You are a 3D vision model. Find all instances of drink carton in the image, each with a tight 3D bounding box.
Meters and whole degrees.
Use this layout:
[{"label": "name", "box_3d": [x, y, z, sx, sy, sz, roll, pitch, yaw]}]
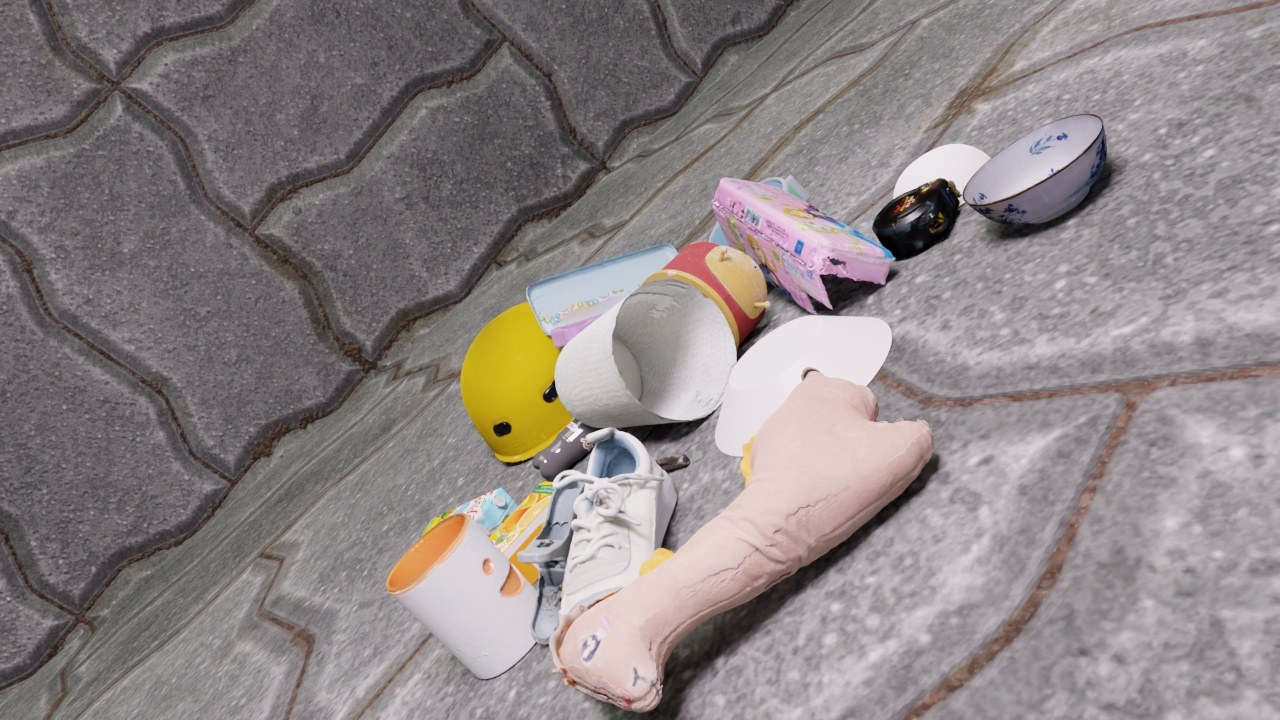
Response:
[{"label": "drink carton", "box_3d": [-0.105, 0.167, 0.828, 0.122, 0.041, 0.058, -47, 18, -24]}, {"label": "drink carton", "box_3d": [-0.185, 0.176, 0.983, 0.129, 0.038, 0.044, -27, 20, 35]}]

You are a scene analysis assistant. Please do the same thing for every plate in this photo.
[{"label": "plate", "box_3d": [0.124, 0.006, 0.769, 0.174, 0.036, 0.173, -36, 16, 12]}]

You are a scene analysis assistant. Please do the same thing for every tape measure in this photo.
[{"label": "tape measure", "box_3d": [0.253, -0.129, 0.847, 0.072, 0.042, 0.071, -17, 32, 42]}]

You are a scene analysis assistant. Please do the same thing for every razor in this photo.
[{"label": "razor", "box_3d": [0.001, 0.098, 0.822, 0.106, 0.026, 0.042, -19, 23, 40]}]

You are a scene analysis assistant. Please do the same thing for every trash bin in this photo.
[{"label": "trash bin", "box_3d": [-0.005, 0.005, 0.906, 0.133, 0.133, 0.162, -48, 13, -28]}]

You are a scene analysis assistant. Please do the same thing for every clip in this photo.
[{"label": "clip", "box_3d": [-0.060, 0.154, 0.743, 0.027, 0.090, 0.162, -2, 16, 14]}]

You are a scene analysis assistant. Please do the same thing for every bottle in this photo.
[{"label": "bottle", "box_3d": [-0.066, 0.083, 0.978, 0.109, 0.036, 0.036, -42, 16, -12]}]

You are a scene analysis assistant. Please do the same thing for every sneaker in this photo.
[{"label": "sneaker", "box_3d": [-0.027, 0.128, 0.663, 0.090, 0.091, 0.241, -27, 19, 17]}]

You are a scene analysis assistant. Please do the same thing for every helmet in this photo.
[{"label": "helmet", "box_3d": [-0.147, 0.010, 1.168, 0.209, 0.139, 0.239, -36, 17, 11]}]

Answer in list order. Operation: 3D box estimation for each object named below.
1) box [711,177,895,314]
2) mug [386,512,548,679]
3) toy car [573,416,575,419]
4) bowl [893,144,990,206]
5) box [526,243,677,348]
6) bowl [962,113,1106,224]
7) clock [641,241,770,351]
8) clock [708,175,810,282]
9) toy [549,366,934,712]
[{"label": "box", "box_3d": [0.144, -0.106, 0.907, 0.230, 0.084, 0.091, -128, 47, -57]}, {"label": "mug", "box_3d": [-0.134, 0.185, 0.725, 0.082, 0.105, 0.082, -36, 16, 12]}, {"label": "toy car", "box_3d": [-0.057, 0.025, 1.033, 0.060, 0.027, 0.107, -29, 53, 32]}, {"label": "bowl", "box_3d": [0.290, -0.181, 0.905, 0.110, 0.040, 0.109, -36, 16, 12]}, {"label": "box", "box_3d": [-0.019, -0.074, 1.118, 0.213, 0.062, 0.140, -19, 41, -24]}, {"label": "bowl", "box_3d": [0.319, -0.141, 0.727, 0.114, 0.045, 0.114, -35, 16, 12]}, {"label": "clock", "box_3d": [0.061, -0.058, 0.951, 0.081, 0.117, 0.159, -46, 11, -34]}, {"label": "clock", "box_3d": [0.136, -0.133, 1.069, 0.122, 0.075, 0.161, -14, 42, 54]}, {"label": "toy", "box_3d": [0.054, 0.102, 0.576, 0.264, 0.065, 0.196, -34, 22, -5]}]
